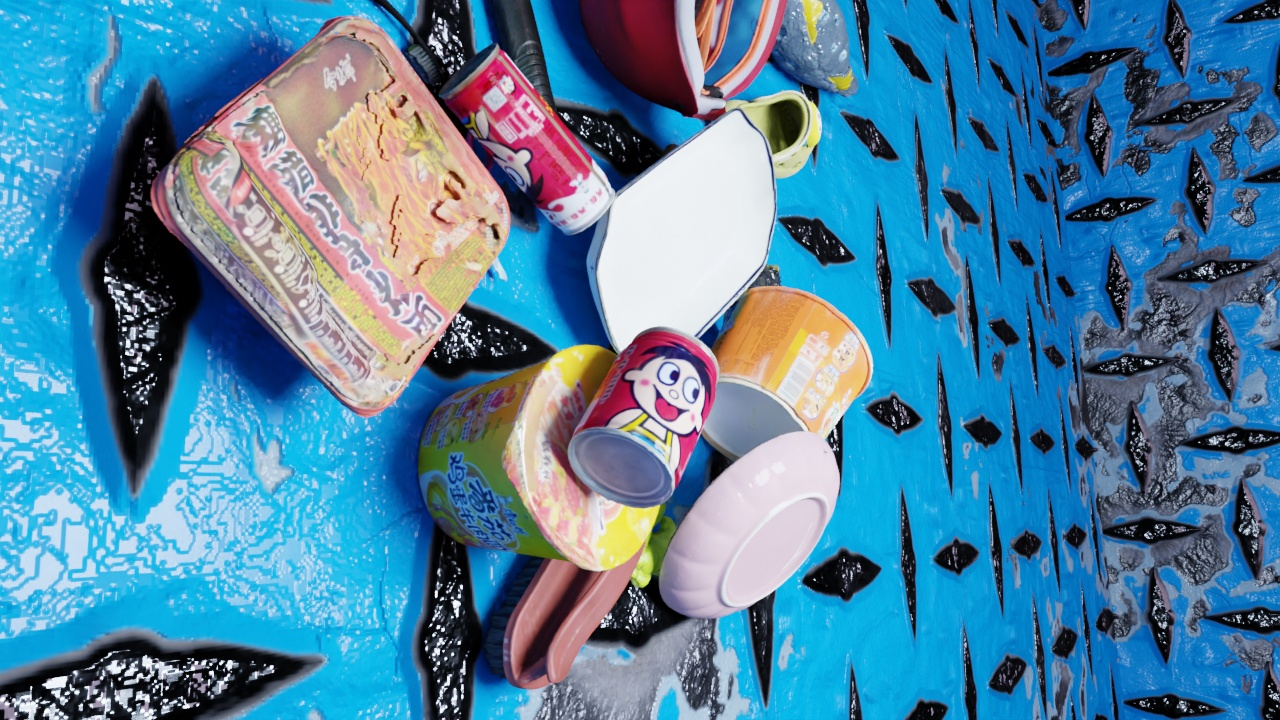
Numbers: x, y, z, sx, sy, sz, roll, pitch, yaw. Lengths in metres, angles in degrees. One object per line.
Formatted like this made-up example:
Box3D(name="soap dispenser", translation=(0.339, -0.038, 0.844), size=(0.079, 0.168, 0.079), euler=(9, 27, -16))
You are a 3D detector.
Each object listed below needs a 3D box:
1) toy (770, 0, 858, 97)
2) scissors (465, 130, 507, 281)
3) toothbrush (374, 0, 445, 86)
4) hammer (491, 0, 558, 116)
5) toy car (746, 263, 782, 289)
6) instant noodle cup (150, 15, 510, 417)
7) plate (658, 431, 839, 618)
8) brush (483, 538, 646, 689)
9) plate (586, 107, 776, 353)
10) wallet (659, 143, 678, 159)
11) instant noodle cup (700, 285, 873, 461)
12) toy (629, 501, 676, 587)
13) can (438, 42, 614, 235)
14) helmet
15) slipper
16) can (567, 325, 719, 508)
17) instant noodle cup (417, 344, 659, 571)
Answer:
Box3D(name="toy", translation=(0.177, -0.407, 1.050), size=(0.356, 0.092, 0.137), euler=(47, 35, -41))
Box3D(name="scissors", translation=(-0.130, -0.110, 0.623), size=(0.130, 0.017, 0.133), euler=(28, 59, -49))
Box3D(name="toothbrush", translation=(-0.187, -0.253, 0.582), size=(0.016, 0.014, 0.189), euler=(-50, 125, -18))
Box3D(name="hammer", translation=(-0.101, -0.281, 0.688), size=(0.128, 0.033, 0.301), euler=(-21, 100, -53))
Box3D(name="toy car", translation=(0.112, -0.079, 0.934), size=(0.106, 0.031, 0.049), euler=(11, 73, -54))
Box3D(name="instant noodle cup", translation=(-0.168, -0.081, 0.513), size=(0.164, 0.079, 0.188), euler=(56, 44, -31))
Box3D(name="plate", translation=(0.101, 0.148, 0.766), size=(0.192, 0.039, 0.193), euler=(-26, 138, -27))
Box3D(name="brush", translation=(-0.049, 0.161, 0.630), size=(0.063, 0.069, 0.145), euler=(60, 41, -25))
Box3D(name="plate", translation=(0.037, -0.105, 0.774), size=(0.264, 0.034, 0.162), euler=(-45, 132, -38))
Box3D(name="wallet", translation=(0.035, -0.111, 0.840), size=(0.119, 0.035, 0.130), euler=(48, 50, -33))
Box3D(name="instant noodle cup", translation=(0.120, 0.023, 0.836), size=(0.111, 0.152, 0.151), euler=(-54, 125, -35))
Box3D(name="toy", translation=(-0.001, 0.130, 0.735), size=(0.096, 0.031, 0.100), euler=(-8, 94, -54))
Box3D(name="can", translation=(-0.077, -0.152, 0.645), size=(0.133, 0.053, 0.053), euler=(48, 47, -28))
Box3D(name="helmet", translation=(0.034, -0.321, 0.781), size=(0.239, 0.144, 0.207), euler=(-35, 142, -63))
Box3D(name="slipper", translation=(0.149, -0.243, 0.982), size=(0.190, 0.082, 0.091), euler=(-21, 102, -51))
Box3D(name="can", translation=(0.005, 0.031, 0.545), size=(0.066, 0.067, 0.093), euler=(57, 41, -29))
Box3D(name="instant noodle cup", translation=(-0.067, 0.064, 0.591), size=(0.138, 0.110, 0.138), euler=(16, 70, -52))
